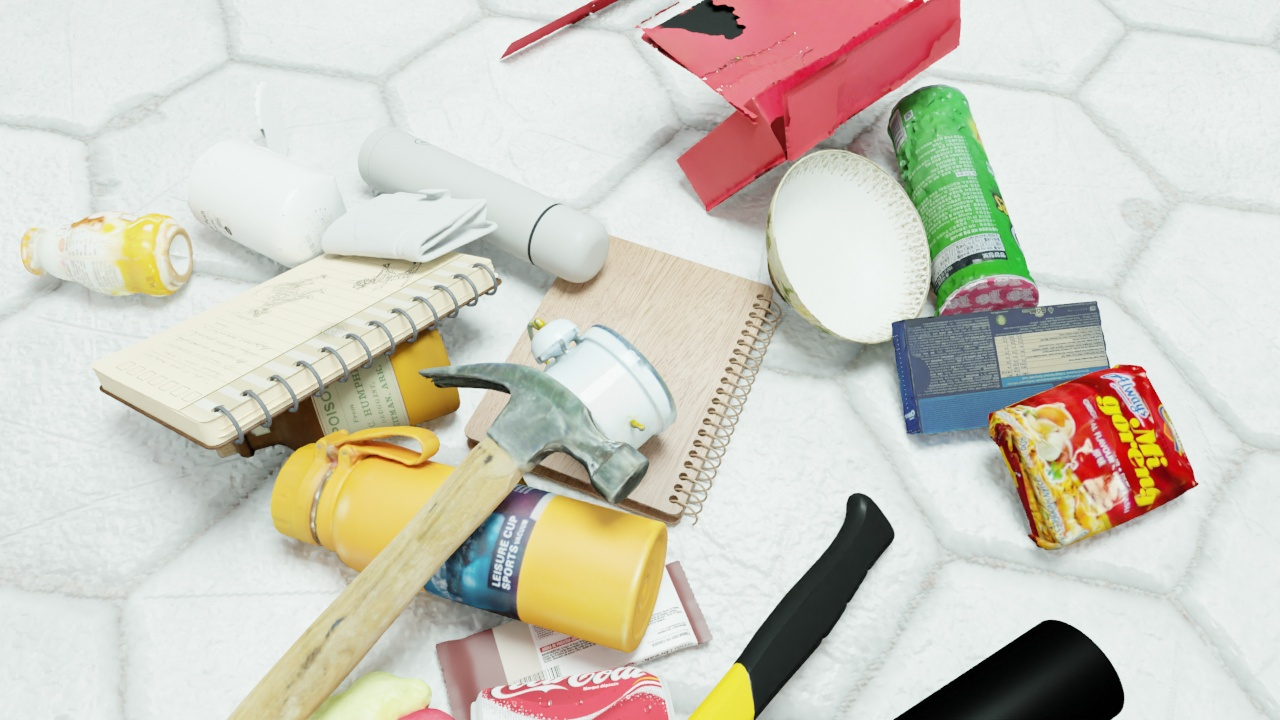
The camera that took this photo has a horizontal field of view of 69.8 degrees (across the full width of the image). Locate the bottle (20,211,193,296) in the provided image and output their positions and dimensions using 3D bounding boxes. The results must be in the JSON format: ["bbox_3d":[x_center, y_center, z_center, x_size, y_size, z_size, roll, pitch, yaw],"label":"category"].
[{"bbox_3d":[-0.395,-0.079,0.681,0.109,0.063,0.063,0,54,-3],"label":"bottle"}]

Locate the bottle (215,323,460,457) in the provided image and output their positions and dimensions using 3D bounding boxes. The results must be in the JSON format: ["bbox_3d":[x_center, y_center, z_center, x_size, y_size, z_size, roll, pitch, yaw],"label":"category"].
[{"bbox_3d":[-0.205,0.026,0.612,0.156,0.068,0.067,-19,57,-15],"label":"bottle"}]

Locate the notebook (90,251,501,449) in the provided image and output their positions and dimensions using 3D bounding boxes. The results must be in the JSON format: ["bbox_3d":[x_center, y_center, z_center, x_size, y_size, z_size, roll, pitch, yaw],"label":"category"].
[{"bbox_3d":[-0.221,-0.025,0.610,0.168,0.024,0.224,15,38,37],"label":"notebook"}]

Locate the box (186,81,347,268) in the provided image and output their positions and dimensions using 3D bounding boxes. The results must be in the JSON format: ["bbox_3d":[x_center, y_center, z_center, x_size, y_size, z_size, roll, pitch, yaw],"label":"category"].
[{"bbox_3d":[-0.285,-0.150,0.730,0.137,0.083,0.143,23,62,14],"label":"box"}]

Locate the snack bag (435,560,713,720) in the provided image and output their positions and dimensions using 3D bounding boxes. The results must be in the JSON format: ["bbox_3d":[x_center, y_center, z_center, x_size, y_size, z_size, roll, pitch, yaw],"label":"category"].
[{"bbox_3d":[-0.039,0.169,0.550,0.157,0.013,0.057,-17,56,-13],"label":"snack bag"}]

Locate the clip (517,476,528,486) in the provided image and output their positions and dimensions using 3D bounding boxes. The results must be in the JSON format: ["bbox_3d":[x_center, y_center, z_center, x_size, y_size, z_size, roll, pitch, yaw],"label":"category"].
[{"bbox_3d":[-0.096,0.082,0.596,0.050,0.054,0.044,-12,35,18],"label":"clip"}]

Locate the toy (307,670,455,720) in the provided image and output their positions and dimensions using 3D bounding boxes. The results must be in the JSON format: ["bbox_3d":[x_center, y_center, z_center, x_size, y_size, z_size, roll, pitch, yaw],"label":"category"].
[{"bbox_3d":[-0.131,0.226,0.484,0.091,0.045,0.135,-34,57,-13],"label":"toy"}]

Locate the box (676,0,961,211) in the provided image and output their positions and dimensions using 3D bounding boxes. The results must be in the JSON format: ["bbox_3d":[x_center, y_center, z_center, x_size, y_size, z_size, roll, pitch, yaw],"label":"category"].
[{"bbox_3d":[0.169,-0.297,0.594,0.214,0.512,0.141,-36,79,-24],"label":"box"}]

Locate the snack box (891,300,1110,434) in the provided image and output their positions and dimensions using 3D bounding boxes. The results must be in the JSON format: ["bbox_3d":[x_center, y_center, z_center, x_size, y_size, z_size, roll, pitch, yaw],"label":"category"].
[{"bbox_3d":[0.258,0.005,0.653,0.150,0.027,0.082,-5,85,-7],"label":"snack box"}]

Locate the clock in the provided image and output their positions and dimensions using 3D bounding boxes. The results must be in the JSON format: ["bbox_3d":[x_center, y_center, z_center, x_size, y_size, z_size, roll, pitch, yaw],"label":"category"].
[{"bbox_3d":[-0.031,0.015,0.593,0.057,0.083,0.117,-41,65,-19],"label":"clock"}]

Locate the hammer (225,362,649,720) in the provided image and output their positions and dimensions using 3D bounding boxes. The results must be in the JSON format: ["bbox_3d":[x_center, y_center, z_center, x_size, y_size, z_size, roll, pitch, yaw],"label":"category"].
[{"bbox_3d":[-0.152,0.136,0.489,0.132,0.033,0.330,40,83,18],"label":"hammer"}]

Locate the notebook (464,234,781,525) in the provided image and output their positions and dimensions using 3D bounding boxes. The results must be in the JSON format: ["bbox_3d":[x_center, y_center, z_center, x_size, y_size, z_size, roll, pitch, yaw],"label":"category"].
[{"bbox_3d":[-0.004,0.004,0.666,0.169,0.022,0.209,19,56,12],"label":"notebook"}]

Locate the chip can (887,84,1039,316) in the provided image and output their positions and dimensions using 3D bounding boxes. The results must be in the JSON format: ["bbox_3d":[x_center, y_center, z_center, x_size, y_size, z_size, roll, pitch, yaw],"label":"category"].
[{"bbox_3d":[0.253,-0.127,0.740,0.075,0.076,0.222,1,54,-2],"label":"chip can"}]

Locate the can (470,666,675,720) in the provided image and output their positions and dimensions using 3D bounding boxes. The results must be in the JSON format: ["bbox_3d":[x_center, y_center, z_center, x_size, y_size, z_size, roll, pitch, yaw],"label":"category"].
[{"bbox_3d":[-0.036,0.203,0.493,0.104,0.064,0.064,-6,55,-9],"label":"can"}]

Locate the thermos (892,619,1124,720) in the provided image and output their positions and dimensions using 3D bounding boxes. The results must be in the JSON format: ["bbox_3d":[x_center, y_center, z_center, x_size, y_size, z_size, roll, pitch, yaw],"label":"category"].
[{"bbox_3d":[0.153,0.221,0.492,0.231,0.061,0.061,-24,59,-19],"label":"thermos"}]

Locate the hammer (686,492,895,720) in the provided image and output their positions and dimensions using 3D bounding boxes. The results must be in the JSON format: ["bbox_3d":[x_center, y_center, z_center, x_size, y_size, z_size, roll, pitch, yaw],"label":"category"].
[{"bbox_3d":[0.058,0.175,0.494,0.322,0.029,0.127,-35,91,-41],"label":"hammer"}]

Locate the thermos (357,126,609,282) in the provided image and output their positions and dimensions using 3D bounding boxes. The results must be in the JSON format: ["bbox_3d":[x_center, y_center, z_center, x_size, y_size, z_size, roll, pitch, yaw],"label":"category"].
[{"bbox_3d":[-0.124,-0.123,0.718,0.224,0.052,0.052,27,57,23],"label":"thermos"}]

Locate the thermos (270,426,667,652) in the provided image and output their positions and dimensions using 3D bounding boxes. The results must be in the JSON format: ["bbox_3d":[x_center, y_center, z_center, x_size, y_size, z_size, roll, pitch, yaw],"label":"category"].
[{"bbox_3d":[-0.102,0.097,0.550,0.233,0.076,0.091,13,77,14],"label":"thermos"}]

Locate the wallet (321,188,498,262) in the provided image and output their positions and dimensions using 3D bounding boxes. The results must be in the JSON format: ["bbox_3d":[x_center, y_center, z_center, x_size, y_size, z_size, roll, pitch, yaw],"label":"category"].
[{"bbox_3d":[-0.171,-0.101,0.671,0.116,0.032,0.086,9,36,33],"label":"wallet"}]

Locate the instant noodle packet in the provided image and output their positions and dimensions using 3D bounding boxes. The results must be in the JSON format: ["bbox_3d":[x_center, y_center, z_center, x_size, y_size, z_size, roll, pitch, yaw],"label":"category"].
[{"bbox_3d":[0.299,0.062,0.611,0.135,0.040,0.098,-18,80,-16],"label":"instant noodle packet"}]

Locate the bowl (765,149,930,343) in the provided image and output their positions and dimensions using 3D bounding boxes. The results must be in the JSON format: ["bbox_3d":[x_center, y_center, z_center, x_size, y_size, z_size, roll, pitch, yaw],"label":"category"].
[{"bbox_3d":[0.142,-0.078,0.688,0.145,0.063,0.145,6,76,-25],"label":"bowl"}]
